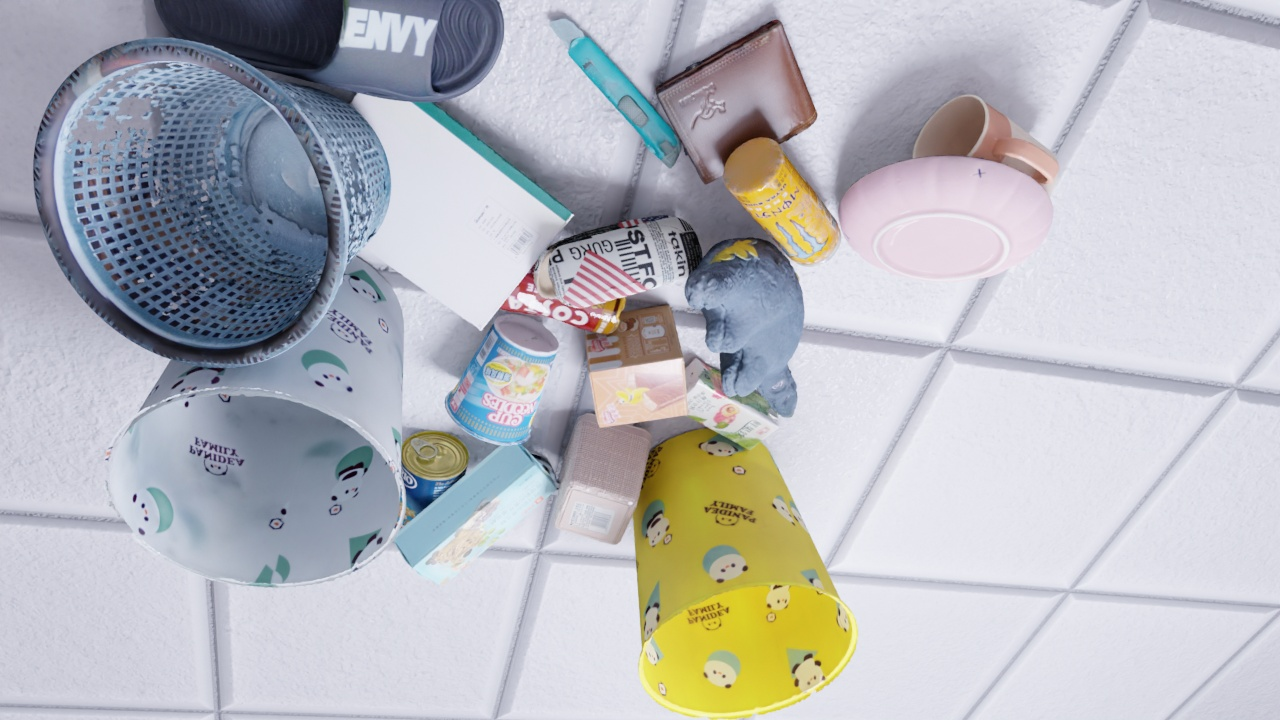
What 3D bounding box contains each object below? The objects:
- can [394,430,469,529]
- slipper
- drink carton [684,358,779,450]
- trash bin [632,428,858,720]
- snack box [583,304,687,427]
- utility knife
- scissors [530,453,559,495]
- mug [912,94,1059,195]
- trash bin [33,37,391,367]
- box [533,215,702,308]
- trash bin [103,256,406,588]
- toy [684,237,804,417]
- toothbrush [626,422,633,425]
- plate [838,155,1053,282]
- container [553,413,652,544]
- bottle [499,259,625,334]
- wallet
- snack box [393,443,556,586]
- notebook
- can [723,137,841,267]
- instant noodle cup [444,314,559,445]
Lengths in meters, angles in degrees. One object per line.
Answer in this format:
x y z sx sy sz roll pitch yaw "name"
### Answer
-0.240 0.145 1.041 0.075 0.075 0.111 8 127 -14 "can"
-0.242 -0.257 0.709 0.268 0.083 0.111 6 119 -8 "slipper"
0.093 0.049 1.029 0.122 0.045 0.054 29 125 -26 "drink carton"
0.095 0.228 1.035 0.229 0.254 0.230 -4 128 -6 "trash bin"
-0.006 0.006 0.950 0.094 0.092 0.077 -9 129 -1 "snack box"
-0.018 -0.234 0.808 0.029 0.013 0.174 -36 124 18 "utility knife"
-0.092 0.156 1.110 0.165 0.014 0.163 -14 130 3 "scissors"
0.327 -0.181 0.836 0.105 0.114 0.081 23 92 -26 "mug"
-0.300 -0.132 0.714 0.227 0.194 0.227 2 110 6 "trash bin"
-0.026 -0.095 0.867 0.162 0.086 0.076 -20 96 -27 "box"
-0.317 0.034 0.829 0.229 0.251 0.230 -3 129 -4 "trash bin"
0.109 -0.043 0.897 0.091 0.137 0.356 2 158 21 "toy"
-0.014 0.079 1.057 0.016 0.016 0.181 14 126 -9 "toothbrush"
0.282 -0.120 0.860 0.192 0.039 0.193 10 158 4 "plate"
-0.045 0.135 1.025 0.090 0.110 0.090 18 127 -5 "container"
-0.104 -0.071 0.898 0.174 0.057 0.058 13 125 -17 "bottle"
0.087 -0.229 0.817 0.125 0.032 0.101 -27 125 13 "wallet"
-0.180 0.167 1.012 0.174 0.051 0.074 -40 148 -7 "snack box"
-0.186 -0.140 0.820 0.209 0.012 0.151 37 112 -14 "notebook"
0.134 -0.143 0.849 0.058 0.058 0.146 -33 142 18 "can"
-0.138 0.015 0.946 0.099 0.099 0.110 18 117 -21 "instant noodle cup"
